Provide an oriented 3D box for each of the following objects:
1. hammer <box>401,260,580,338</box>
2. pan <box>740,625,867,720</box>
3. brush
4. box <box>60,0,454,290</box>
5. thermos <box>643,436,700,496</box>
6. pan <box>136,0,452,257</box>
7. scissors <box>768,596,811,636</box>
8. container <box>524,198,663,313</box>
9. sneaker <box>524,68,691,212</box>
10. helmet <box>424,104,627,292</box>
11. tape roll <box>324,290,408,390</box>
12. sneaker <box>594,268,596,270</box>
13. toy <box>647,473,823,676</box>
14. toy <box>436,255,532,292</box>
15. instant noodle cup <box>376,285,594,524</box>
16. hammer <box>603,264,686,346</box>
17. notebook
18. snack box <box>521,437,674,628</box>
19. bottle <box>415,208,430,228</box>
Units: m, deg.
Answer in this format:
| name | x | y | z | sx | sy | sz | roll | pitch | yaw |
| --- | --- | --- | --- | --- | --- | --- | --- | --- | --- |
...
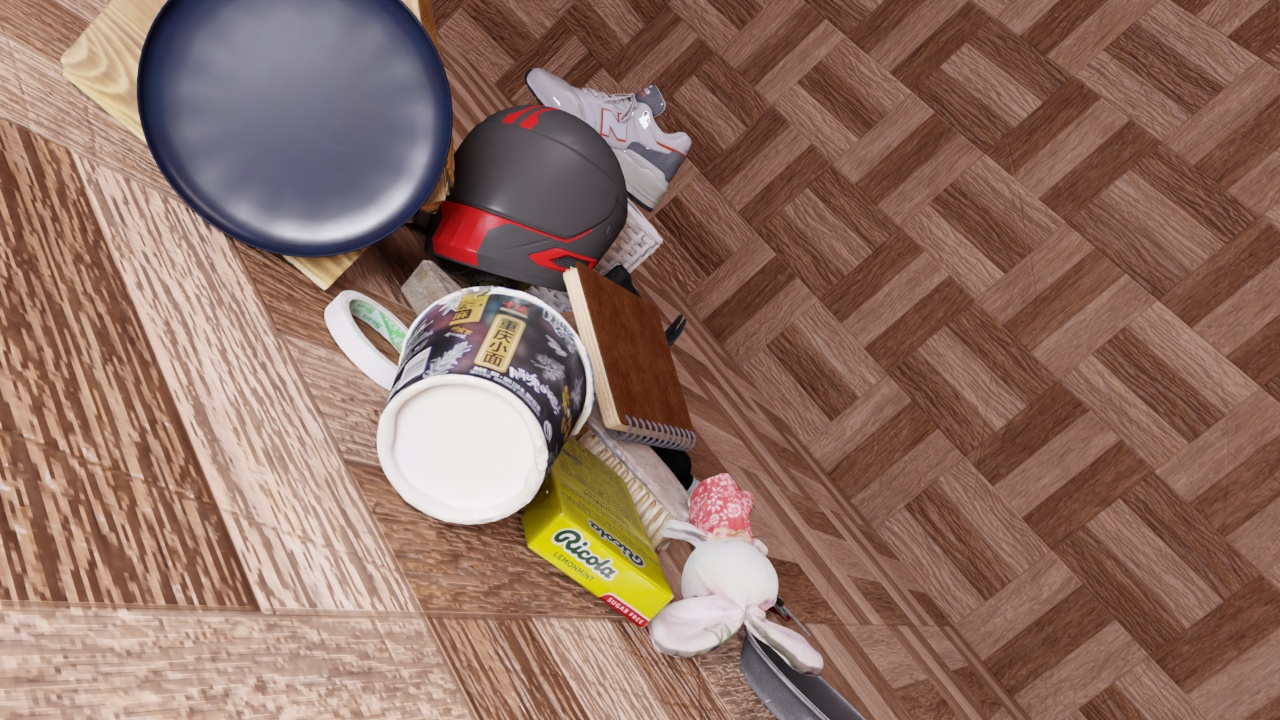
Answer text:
| name | x | y | z | sx | sy | sz | roll | pitch | yaw |
| --- | --- | --- | --- | --- | --- | --- | --- | --- | --- |
| hammer | -0.087 | -0.029 | 0.867 | 0.158 | 0.037 | 0.300 | 48 | 21 | 11 |
| pan | 0.125 | 0.273 | 0.884 | 0.187 | 0.055 | 0.357 | 41 | -1 | -35 |
| brush | -0.050 | 0.069 | 0.897 | 0.271 | 0.057 | 0.083 | 47 | 14 | 2 |
| box | -0.230 | -0.243 | 0.758 | 0.269 | 0.264 | 0.279 | 46 | 8 | -24 |
| thermos | 0.001 | 0.091 | 1.004 | 0.231 | 0.061 | 0.061 | 49 | 8 | -20 |
| pan | -0.218 | -0.242 | 0.594 | 0.198 | 0.357 | 0.021 | 2 | 20 | -16 |
| scissors | 0.135 | 0.249 | 0.993 | 0.179 | 0.015 | 0.195 | 48 | -8 | 37 |
| container | -0.099 | -0.160 | 1.211 | 0.189 | 0.187 | 0.189 | 46 | 10 | -10 |
| sneaker | -0.029 | -0.315 | 1.188 | 0.240 | 0.124 | 0.088 | 44 | 10 | -21 |
| helmet | -0.102 | -0.165 | 0.914 | 0.164 | 0.170 | 0.264 | 19 | 5 | 18 |
| tape roll | -0.195 | -0.013 | 0.691 | 0.094 | 0.018 | 0.093 | 46 | 9 | -10 |
| sneaker | -0.079 | -0.141 | 1.496 | 0.087 | 0.118 | 0.241 | 21 | 16 | -30 |
| toy | 0.072 | 0.178 | 0.793 | 0.159 | 0.084 | 0.194 | 13 | 38 | -21 |
| toy | -0.170 | -0.127 | 1.050 | 0.152 | 0.078 | 0.179 | 26 | 48 | -61 |
| instant noodle cup | -0.105 | 0.035 | 0.597 | 0.137 | 0.137 | 0.112 | 45 | 20 | -15 |
| hammer | -0.001 | -0.060 | 1.286 | 0.025 | 0.118 | 0.333 | 50 | -1 | 18 |
| notebook | -0.006 | 0.005 | 0.917 | 0.225 | 0.024 | 0.167 | 22 | 50 | -68 |
| snack box | -0.047 | 0.121 | 0.741 | 0.121 | 0.045 | 0.180 | 41 | 8 | -25 |
| bottle | -0.253 | -0.183 | 1.023 | 0.052 | 0.052 | 0.195 | 51 | 9 | 16 |
